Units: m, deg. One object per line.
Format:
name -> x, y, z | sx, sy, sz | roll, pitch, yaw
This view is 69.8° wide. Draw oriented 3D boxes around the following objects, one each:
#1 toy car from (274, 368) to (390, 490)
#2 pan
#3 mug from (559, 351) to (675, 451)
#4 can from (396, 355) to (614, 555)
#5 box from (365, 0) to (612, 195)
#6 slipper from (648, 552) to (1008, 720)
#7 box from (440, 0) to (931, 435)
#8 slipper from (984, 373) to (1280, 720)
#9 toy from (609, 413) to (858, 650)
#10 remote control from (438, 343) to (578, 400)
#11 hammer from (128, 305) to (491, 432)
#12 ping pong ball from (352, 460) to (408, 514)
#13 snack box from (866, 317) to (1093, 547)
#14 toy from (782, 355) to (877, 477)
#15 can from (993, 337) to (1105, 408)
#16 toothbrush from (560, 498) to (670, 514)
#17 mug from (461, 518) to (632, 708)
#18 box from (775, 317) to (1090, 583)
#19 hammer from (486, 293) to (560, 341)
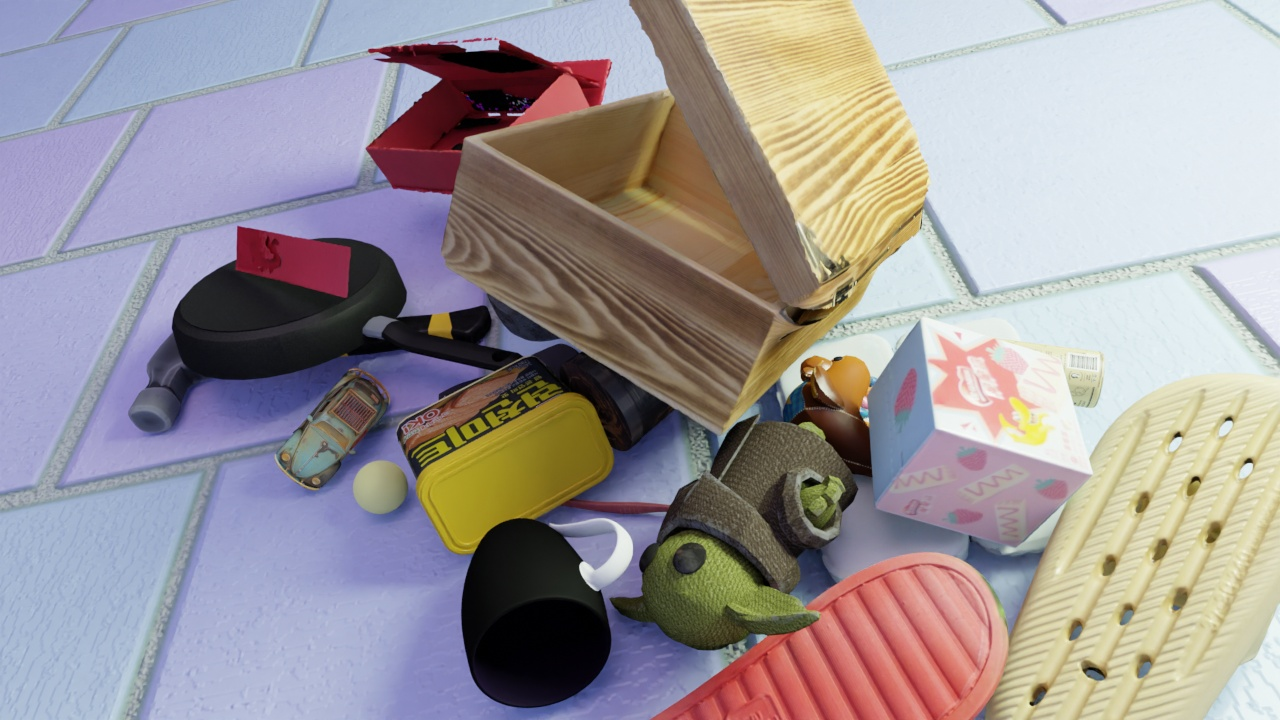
toy car -> -0.240, 0.049, 0.735 | 0.047, 0.047, 0.111 | -30, 23, 50
pan -> -0.252, -0.040, 0.797 | 0.356, 0.044, 0.203 | 11, 37, 28
mug -> -0.004, 0.004, 0.712 | 0.107, 0.080, 0.116 | -37, 21, -24
can -> -0.101, 0.062, 0.661 | 0.130, 0.072, 0.101 | -28, 29, -14
box -> -0.101, -0.371, 0.909 | 0.215, 0.138, 0.467 | 15, 76, 44
slipper -> 0.086, 0.197, 0.487 | 0.249, 0.059, 0.103 | -34, 45, 3
box -> 0.078, -0.142, 0.611 | 0.269, 0.265, 0.278 | 33, 33, 16
slipper -> 0.278, 0.124, 0.498 | 0.111, 0.079, 0.261 | 27, 76, 40
toy -> 0.059, 0.099, 0.544 | 0.152, 0.078, 0.180 | -49, 18, -31
remote control -> -0.108, 0.019, 0.766 | 0.124, 0.009, 0.046 | -23, 43, -8
hammer -> -0.296, -0.019, 0.848 | 0.325, 0.034, 0.169 | -7, 42, 8
ping pong ball -> -0.195, 0.095, 0.688 | 0.040, 0.040, 0.040 | -8, 43, 8
snack box -> 0.195, 0.042, 0.543 | 0.095, 0.080, 0.092 | 16, 45, -5
toy -> 0.147, 0.037, 0.616 | 0.103, 0.071, 0.090 | 27, 44, 13
can -> 0.264, 0.007, 0.616 | 0.079, 0.038, 0.038 | 9, 47, 17
toothbrush -> -0.012, 0.105, 0.645 | 0.185, 0.015, 0.015 | 3, 49, 21
mug -> -0.057, 0.135, 0.565 | 0.119, 0.085, 0.100 | -42, 29, 6
box -> 0.196, 0.051, 0.627 | 0.190, 0.038, 0.208 | -12, 43, 8
hammer -> -0.075, -0.121, 0.794 | 0.111, 0.028, 0.300 | -17, 40, 6
